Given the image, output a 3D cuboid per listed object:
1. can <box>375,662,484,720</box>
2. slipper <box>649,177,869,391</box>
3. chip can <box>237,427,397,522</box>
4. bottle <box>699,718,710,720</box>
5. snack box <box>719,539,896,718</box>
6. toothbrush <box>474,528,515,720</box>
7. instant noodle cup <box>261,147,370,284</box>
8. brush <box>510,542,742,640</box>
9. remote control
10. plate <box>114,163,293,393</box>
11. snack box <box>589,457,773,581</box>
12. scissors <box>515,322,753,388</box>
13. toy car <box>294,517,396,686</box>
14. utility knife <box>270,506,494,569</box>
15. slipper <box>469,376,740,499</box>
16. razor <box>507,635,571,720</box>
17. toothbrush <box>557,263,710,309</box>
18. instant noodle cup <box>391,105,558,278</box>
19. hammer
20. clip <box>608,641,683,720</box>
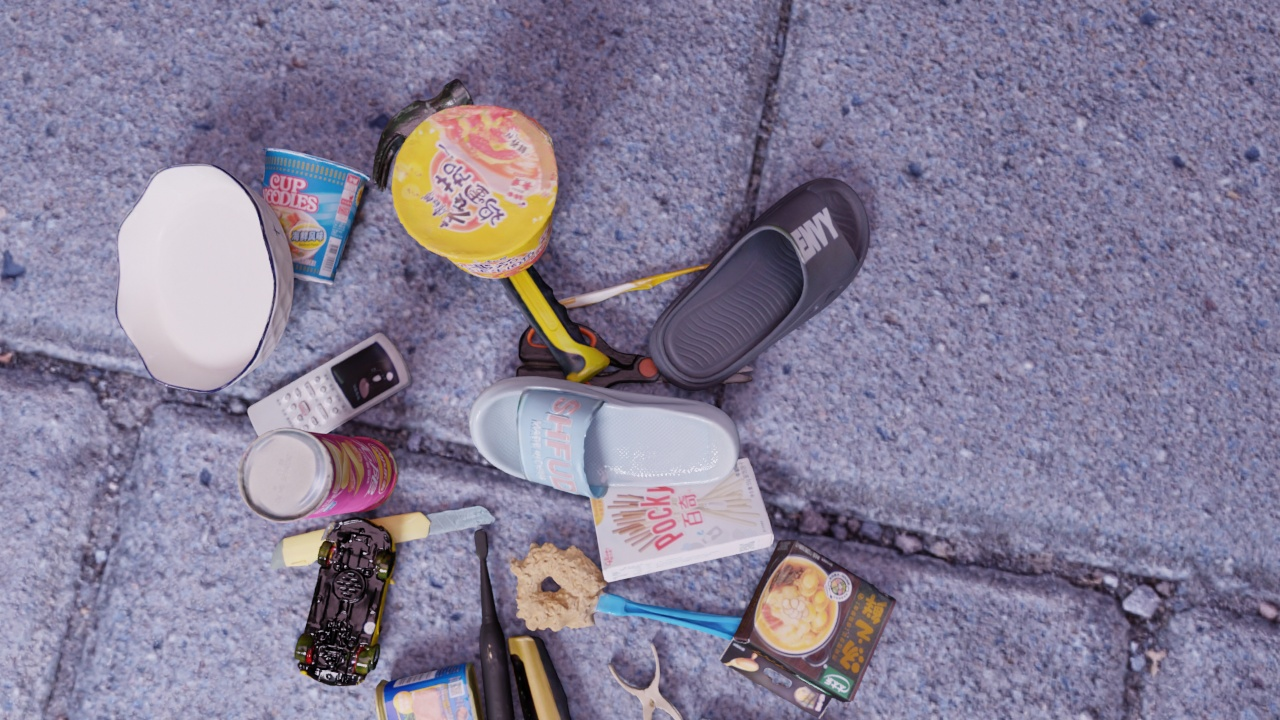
[{"bbox_3d":[-0.183,0.329,0.818,0.083,0.057,0.102,-11,84,-6],"label":"can"},{"bbox_3d":[0.125,-0.074,0.857,0.267,0.083,0.110,-41,92,-14],"label":"slipper"},{"bbox_3d":[-0.261,0.096,0.764,0.071,0.210,0.071,0,83,-2],"label":"chip can"},{"bbox_3d":[0.139,0.380,0.832,0.195,0.044,0.079,23,82,1],"label":"bottle"},{"bbox_3d":[0.153,0.246,0.837,0.113,0.053,0.125,31,72,-5],"label":"snack box"},{"bbox_3d":[-0.134,0.260,0.832,0.026,0.027,0.212,-8,75,-4],"label":"toothbrush"},{"bbox_3d":[-0.310,-0.130,0.854,0.099,0.099,0.110,11,90,-1],"label":"instant noodle cup"},{"bbox_3d":[0.000,0.229,0.850,0.254,0.046,0.083,14,79,-5],"label":"brush"},{"bbox_3d":[-0.293,0.033,0.866,0.150,0.021,0.058,-31,85,-5],"label":"remote control"},{"bbox_3d":[-0.389,-0.072,0.824,0.205,0.045,0.205,2,95,26],"label":"plate"},{"bbox_3d":[0.036,0.145,0.846,0.157,0.027,0.084,-11,53,-4],"label":"snack box"},{"bbox_3d":[-0.007,0.023,0.876,0.235,0.022,0.141,23,76,3],"label":"scissors"},{"bbox_3d":[-0.264,0.219,0.834,0.071,0.041,0.156,11,88,-1],"label":"toy car"},{"bbox_3d":[-0.241,0.162,0.854,0.211,0.022,0.031,-11,87,3],"label":"utility knife"},{"bbox_3d":[-0.034,0.078,0.822,0.245,0.074,0.104,4,118,5],"label":"slipper"},{"bbox_3d":[-0.085,0.328,0.824,0.067,0.062,0.167,-10,76,-38],"label":"razor"},{"bbox_3d":[0.002,-0.071,0.895,0.191,0.016,0.018,-15,92,-5],"label":"toothbrush"},{"bbox_3d":[-0.135,-0.138,0.806,0.138,0.110,0.138,0,79,1],"label":"instant noodle cup"},{"bbox_3d":[-0.141,-0.113,0.874,0.126,0.032,0.323,-34,81,-4],"label":"hammer"},{"bbox_3d":[0.011,0.314,0.840,0.071,0.035,0.100,-24,80,-4],"label":"clip"}]
